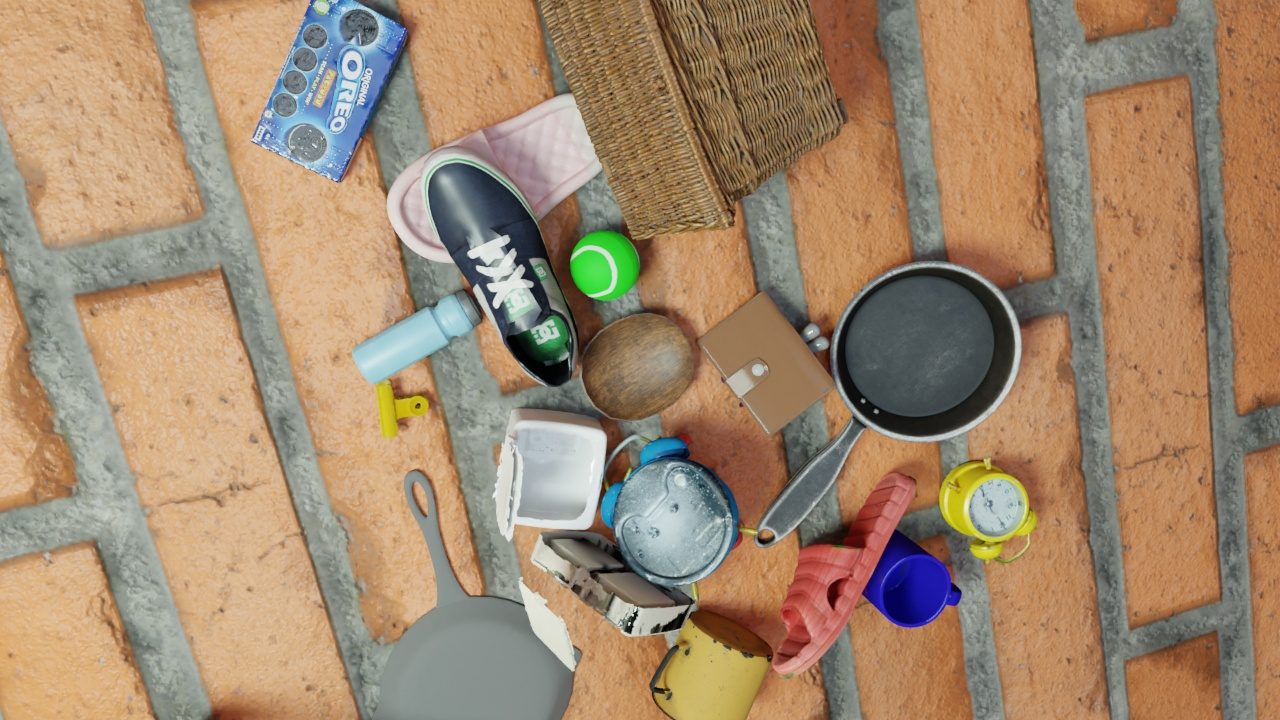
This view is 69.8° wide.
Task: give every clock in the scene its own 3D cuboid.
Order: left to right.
[{"bbox_3d":[0.026,0.137,0.865,0.117,0.060,0.161,-48,67,11],"label":"clock"},{"bbox_3d":[0.379,0.164,0.993,0.083,0.057,0.119,-34,98,-4],"label":"clock"}]

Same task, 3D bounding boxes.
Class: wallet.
[{"bbox_3d":[0.124,0.004,0.908,0.087,0.013,0.121,-38,84,12],"label":"wallet"}]

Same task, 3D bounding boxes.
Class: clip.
[{"bbox_3d":[-0.229,0.044,0.873,0.049,0.045,0.054,-18,106,-51],"label":"clip"}]

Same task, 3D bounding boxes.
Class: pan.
[{"bbox_3d":[-0.179,0.277,0.921,0.216,0.024,0.355,-16,102,-8],"label":"pan"},{"bbox_3d":[0.235,0.056,0.948,0.187,0.055,0.357,38,104,-6],"label":"pan"}]

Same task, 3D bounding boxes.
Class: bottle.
[{"bbox_3d":[-0.202,-0.026,0.853,0.130,0.040,0.040,-30,104,-5],"label":"bottle"}]

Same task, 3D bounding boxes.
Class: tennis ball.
[{"bbox_3d":[-0.033,-0.089,0.862,0.065,0.065,0.065,-2,100,-11],"label":"tennis ball"}]

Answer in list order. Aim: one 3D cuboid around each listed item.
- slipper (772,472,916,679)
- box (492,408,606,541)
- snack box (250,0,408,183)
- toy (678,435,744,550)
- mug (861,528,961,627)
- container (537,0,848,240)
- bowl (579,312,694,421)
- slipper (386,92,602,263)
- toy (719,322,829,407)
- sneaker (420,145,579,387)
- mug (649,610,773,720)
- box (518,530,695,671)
[{"bbox_3d":[0.194,0.206,0.934,0.059,0.104,0.248,36,70,1],"label":"slipper"},{"bbox_3d":[-0.090,0.110,0.852,0.121,0.136,0.109,8,96,-14],"label":"box"},{"bbox_3d":[-0.272,-0.241,0.807,0.082,0.027,0.150,23,95,-15],"label":"snack box"},{"bbox_3d":[0.054,0.145,0.935,0.088,0.094,0.133,-25,76,17],"label":"toy"},{"bbox_3d":[0.286,0.232,0.974,0.111,0.083,0.079,18,96,-14],"label":"mug"},{"bbox_3d":[0.053,-0.256,0.790,0.182,0.162,0.250,-30,108,-24],"label":"container"},{"bbox_3d":[-0.005,0.005,0.905,0.114,0.026,0.102,-26,103,-6],"label":"bowl"},{"bbox_3d":[-0.122,-0.166,0.836,0.221,0.055,0.107,-31,106,-6],"label":"slipper"},{"bbox_3d":[0.137,0.002,0.928,0.112,0.030,0.049,-33,105,12],"label":"toy"},{"bbox_3d":[-0.116,-0.076,0.806,0.084,0.079,0.235,-25,121,4],"label":"sneaker"},{"bbox_3d":[0.067,0.315,0.933,0.123,0.100,0.094,20,94,-34],"label":"mug"},{"bbox_3d":[-0.062,0.219,0.837,0.186,0.143,0.070,14,100,-50],"label":"box"}]
